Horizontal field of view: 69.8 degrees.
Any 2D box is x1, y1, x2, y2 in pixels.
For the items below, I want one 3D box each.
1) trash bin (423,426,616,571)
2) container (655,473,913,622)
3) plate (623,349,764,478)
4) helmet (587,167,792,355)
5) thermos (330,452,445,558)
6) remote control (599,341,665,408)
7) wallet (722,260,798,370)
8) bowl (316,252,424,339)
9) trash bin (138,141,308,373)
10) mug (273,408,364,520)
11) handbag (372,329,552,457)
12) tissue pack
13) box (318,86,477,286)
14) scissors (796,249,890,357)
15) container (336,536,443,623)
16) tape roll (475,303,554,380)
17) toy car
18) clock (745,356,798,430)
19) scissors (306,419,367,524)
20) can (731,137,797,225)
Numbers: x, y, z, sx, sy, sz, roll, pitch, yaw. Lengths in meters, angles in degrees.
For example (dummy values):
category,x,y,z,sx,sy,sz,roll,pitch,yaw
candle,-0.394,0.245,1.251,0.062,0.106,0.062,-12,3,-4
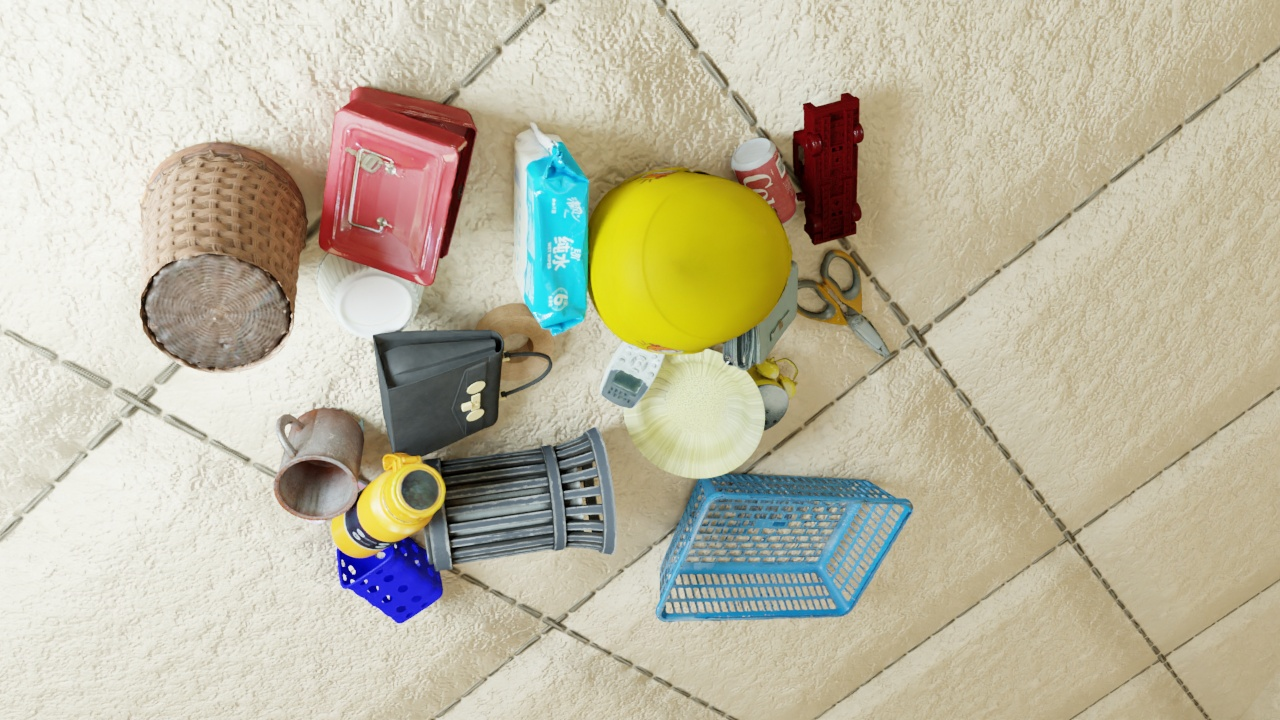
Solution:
category,x,y,z,sx,sy,sz,roll,pitch,yaw
trash bin,-0.158,0.181,1.164,0.227,0.164,0.164,-7,127,-12
container,0.208,0.280,1.415,0.361,0.089,0.258,6,122,-24
plate,0.072,0.064,1.207,0.184,0.036,0.184,4,111,11
helmet,0.057,-0.105,0.979,0.240,0.139,0.209,-6,97,-2
thermos,-0.298,0.168,1.065,0.076,0.091,0.233,-36,-178,-37
remote control,-0.007,0.007,1.162,0.060,0.028,0.114,27,114,-10
wallet,0.152,-0.058,1.132,0.131,0.054,0.100,-47,148,-41
bowl,-0.287,-0.074,0.986,0.115,0.062,0.115,-10,128,-14
trash bin,-0.385,-0.090,0.842,0.151,0.210,0.151,-10,128,-13
mug,-0.376,0.106,1.054,0.096,0.110,0.123,-27,121,-1
handbag,-0.197,0.028,1.060,0.195,0.072,0.176,-13,151,-19
tissue pack,-0.097,-0.142,0.972,0.066,0.117,0.210,-10,127,-17
box,-0.241,-0.180,0.914,0.137,0.126,0.158,18,122,-7
scissors,0.291,-0.069,1.235,0.229,0.016,0.114,32,110,-36
container,-0.330,0.279,1.218,0.085,0.084,0.113,-33,131,3
tape roll,-0.152,-0.021,1.097,0.094,0.027,0.094,-10,128,-13
toy car,0.215,-0.223,1.062,0.070,0.061,0.170,-16,129,-9
clock,0.164,0.044,1.245,0.119,0.057,0.083,-40,128,11
scissors,-0.381,0.138,1.140,0.101,0.016,0.179,-2,126,-19
can,0.144,-0.203,1.056,0.054,0.054,0.096,-31,130,3
